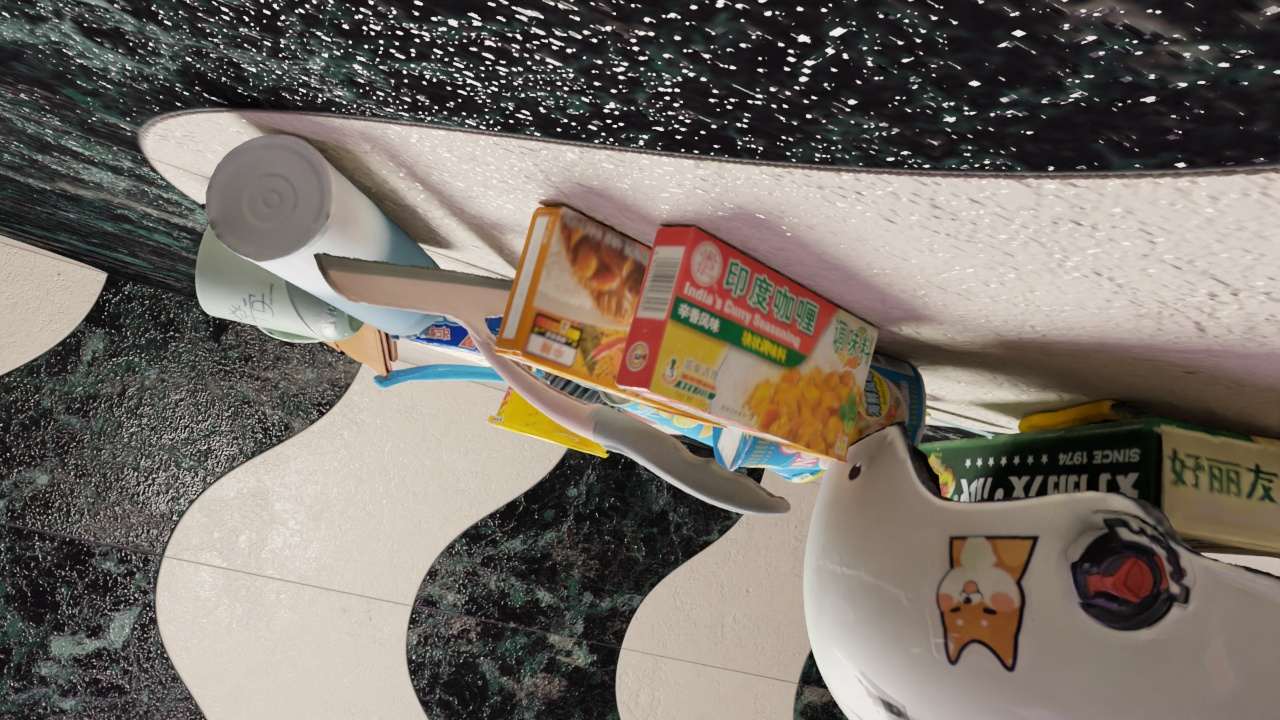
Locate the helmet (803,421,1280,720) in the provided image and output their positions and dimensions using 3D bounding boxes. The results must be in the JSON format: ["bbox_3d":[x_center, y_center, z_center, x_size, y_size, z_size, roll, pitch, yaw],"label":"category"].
[{"bbox_3d":[0.203,0.160,0.484,0.274,0.156,0.230,20,164,32],"label":"helmet"}]

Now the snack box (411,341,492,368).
[{"bbox_3d":[-0.192,-0.024,0.992,0.125,0.053,0.113,17,173,-22],"label":"snack box"}]

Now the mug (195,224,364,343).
[{"bbox_3d":[-0.259,-0.053,0.688,0.106,0.082,0.112,12,138,-2],"label":"mug"}]

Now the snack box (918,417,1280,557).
[{"bbox_3d":[0.283,0.084,0.580,0.114,0.063,0.240,10,170,-11],"label":"snack box"}]

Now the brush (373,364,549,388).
[{"bbox_3d":[-0.129,0.012,0.883,0.254,0.046,0.083,-2,-164,-35],"label":"brush"}]

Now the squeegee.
[{"bbox_3d":[-0.028,0.026,0.524,0.249,0.040,0.247,33,-170,14],"label":"squeegee"}]

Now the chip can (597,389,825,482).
[{"bbox_3d":[0.065,0.034,0.705,0.210,0.071,0.071,25,170,-39],"label":"chip can"}]

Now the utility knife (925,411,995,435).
[{"bbox_3d":[0.192,0.032,0.743,0.212,0.022,0.031,11,176,2],"label":"utility knife"}]

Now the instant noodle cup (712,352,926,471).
[{"bbox_3d":[0.110,0.026,0.563,0.110,0.099,0.099,9,175,-10],"label":"instant noodle cup"}]

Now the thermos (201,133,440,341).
[{"bbox_3d":[-0.169,-0.062,0.541,0.070,0.070,0.220,15,173,6],"label":"thermos"}]

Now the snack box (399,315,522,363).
[{"bbox_3d":[-0.180,-0.041,0.805,0.208,0.057,0.058,9,174,41],"label":"snack box"}]

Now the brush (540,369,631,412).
[{"bbox_3d":[-0.004,0.004,0.726,0.143,0.055,0.074,13,136,-36],"label":"brush"}]

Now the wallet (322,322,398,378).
[{"bbox_3d":[-0.265,-0.047,0.776,0.132,0.031,0.108,33,149,7],"label":"wallet"}]

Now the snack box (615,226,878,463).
[{"bbox_3d":[0.059,-0.003,0.457,0.155,0.077,0.027,21,171,-41],"label":"snack box"}]

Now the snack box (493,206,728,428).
[{"bbox_3d":[-0.001,-0.018,0.480,0.153,0.075,0.026,21,172,-41],"label":"snack box"}]

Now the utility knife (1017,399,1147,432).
[{"bbox_3d":[0.274,0.039,0.578,0.033,0.015,0.170,12,173,7],"label":"utility knife"}]

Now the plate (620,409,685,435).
[{"bbox_3d":[0.065,0.060,1.017,0.192,0.039,0.192,0,172,0],"label":"plate"}]

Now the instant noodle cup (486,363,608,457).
[{"bbox_3d":[-0.089,0.040,1.035,0.138,0.109,0.138,15,174,1],"label":"instant noodle cup"}]
